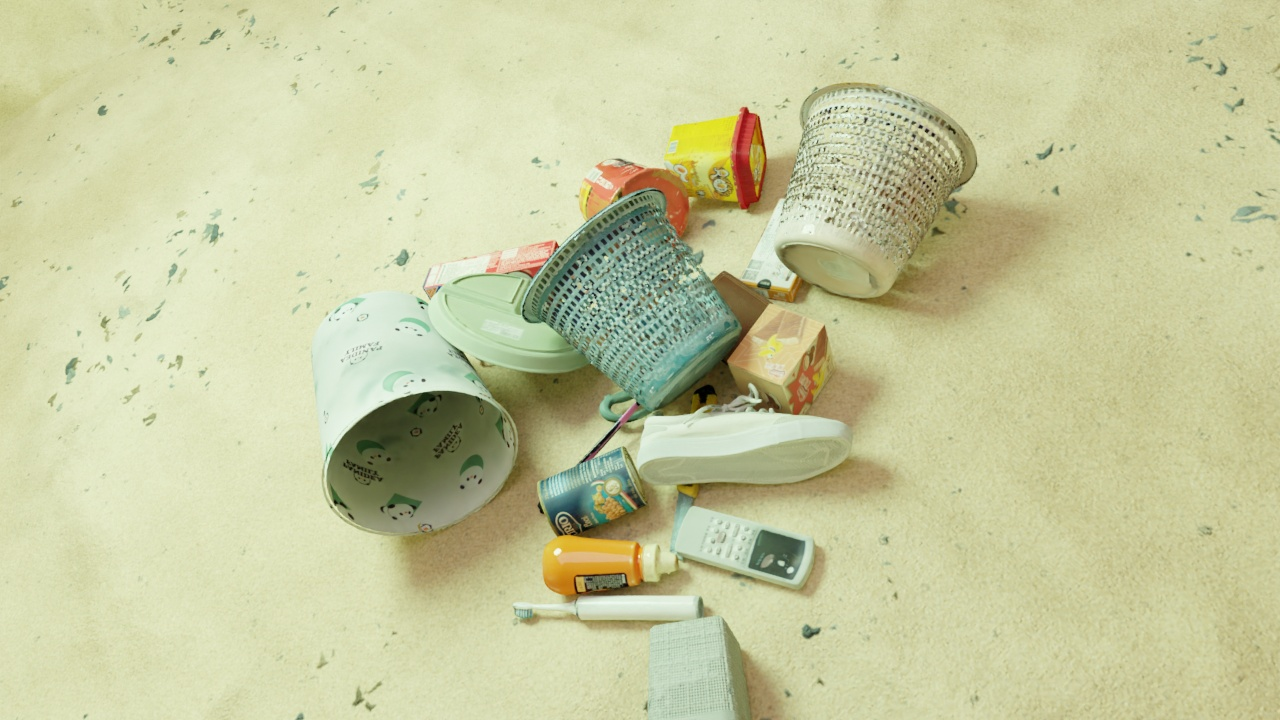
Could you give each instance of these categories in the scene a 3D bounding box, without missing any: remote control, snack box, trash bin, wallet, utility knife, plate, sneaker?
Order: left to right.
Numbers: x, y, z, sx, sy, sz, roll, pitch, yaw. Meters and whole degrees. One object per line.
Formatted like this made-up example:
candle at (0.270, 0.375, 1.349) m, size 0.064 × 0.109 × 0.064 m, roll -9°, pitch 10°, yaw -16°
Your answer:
trash bin at (-0.303, 0.053, 1.160) m, size 0.229 × 0.230 × 0.251 m, roll -32°, pitch 44°, yaw -3°
snack box at (-0.212, -0.122, 1.341) m, size 0.208 × 0.057 × 0.058 m, roll -9°, pitch 44°, yaw 17°
plate at (-0.161, -0.056, 1.204) m, size 0.230 × 0.028 × 0.229 m, roll 14°, pitch 28°, yaw -8°
trash bin at (0.004, -0.056, 1.091) m, size 0.226 × 0.227 × 0.195 m, roll -40°, pitch 80°, yaw -9°
utility knife at (0.062, 0.126, 1.080) m, size 0.033 × 0.015 × 0.230 m, roll -2°, pitch 56°, yaw 23°
wallet at (0.115, -0.048, 1.169) m, size 0.101 × 0.032 × 0.124 m, roll -45°, pitch 60°, yaw -12°
sneaker at (0.116, 0.083, 1.039) m, size 0.242 × 0.089 × 0.090 m, roll -7°, pitch 50°, yaw 15°
remote control at (0.113, 0.201, 0.994) m, size 0.150 × 0.021 × 0.058 m, roll 10°, pitch 61°, yaw 25°
snack box at (0.167, 0.006, 1.074) m, size 0.077 × 0.093 × 0.094 m, roll 25°, pitch 67°, yaw 34°
snack box at (0.194, -0.149, 1.220) m, size 0.075 × 0.026 × 0.153 m, roll 14°, pitch 62°, yaw 29°
trash bin at (0.266, -0.192, 1.119) m, size 0.228 × 0.227 × 0.192 m, roll 18°, pitch 77°, yaw 32°

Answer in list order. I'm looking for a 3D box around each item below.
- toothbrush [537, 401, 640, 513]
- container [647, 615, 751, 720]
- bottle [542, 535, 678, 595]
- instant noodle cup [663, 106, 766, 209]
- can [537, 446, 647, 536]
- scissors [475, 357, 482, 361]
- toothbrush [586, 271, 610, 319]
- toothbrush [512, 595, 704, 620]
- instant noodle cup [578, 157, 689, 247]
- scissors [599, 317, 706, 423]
toothbrush at (-0.061, 0.113, 1.123) m, size 0.189 × 0.014 × 0.018 m, roll -48°, pitch 43°, yaw -3°
container at (0.057, 0.319, 0.893) m, size 0.090 × 0.090 × 0.114 m, roll -13°, pitch 49°, yaw 12°
bottle at (-0.032, 0.226, 1.019) m, size 0.149 × 0.067 × 0.066 m, roll -4°, pitch 54°, yaw 11°
instant noodle cup at (0.105, -0.283, 1.292) m, size 0.124 × 0.116 × 0.115 m, roll 2°, pitch 56°, yaw 19°
can at (-0.054, 0.154, 1.067) m, size 0.111 × 0.075 × 0.075 m, roll -24°, pitch 50°, yaw 4°
scissors at (-0.174, -0.038, 1.298) m, size 0.133 × 0.017 × 0.136 m, roll -17°, pitch 50°, yaw 5°
toothbrush at (-0.038, -0.058, 1.250) m, size 0.027 × 0.026 × 0.212 m, roll -30°, pitch 54°, yaw 8°
toothbrush at (-0.040, 0.272, 1.006) m, size 0.221 × 0.026 × 0.026 m, roll -5°, pitch 92°, yaw 19°
instant noodle cup at (-0.015, -0.220, 1.294) m, size 0.137 × 0.138 × 0.108 m, roll -39°, pitch 42°, yaw -9°
scissors at (-0.009, 0.003, 1.179) m, size 0.175 × 0.019 × 0.169 m, roll 34°, pitch 66°, yaw 24°
